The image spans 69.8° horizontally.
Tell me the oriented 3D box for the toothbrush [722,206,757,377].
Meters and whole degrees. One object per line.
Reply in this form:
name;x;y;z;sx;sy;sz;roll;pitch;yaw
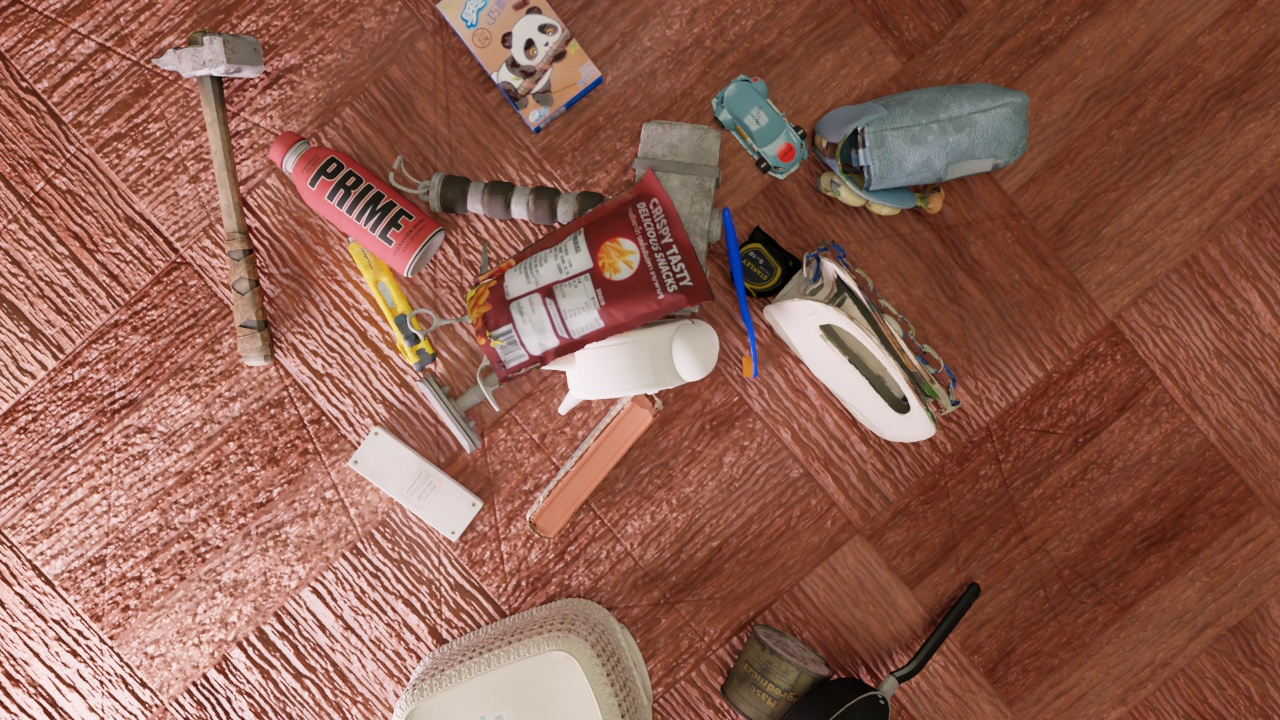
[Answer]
toothbrush;0.095;-0.062;0.890;0.018;0.016;0.183;-10;117;8

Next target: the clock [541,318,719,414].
clock;-0.005;0.005;0.870;0.161;0.125;0.073;-9;96;7

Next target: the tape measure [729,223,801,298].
tape measure;0.119;-0.092;0.909;0.061;0.034;0.061;43;89;6

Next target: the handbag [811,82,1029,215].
handbag;0.262;-0.195;0.867;0.192;0.121;0.119;-9;111;-2

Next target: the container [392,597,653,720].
container;-0.117;0.346;0.888;0.246;0.143;0.184;-23;81;1

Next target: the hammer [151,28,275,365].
hammer;-0.396;-0.152;0.887;0.122;0.048;0.319;1;103;33

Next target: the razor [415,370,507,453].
razor;-0.150;0.023;0.916;0.116;0.047;0.088;-36;94;-5

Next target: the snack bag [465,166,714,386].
snack bag;-0.053;-0.070;0.815;0.208;0.066;0.138;-27;66;15

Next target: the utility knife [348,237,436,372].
utility knife;-0.251;-0.059;0.920;0.030;0.017;0.151;-29;91;-7

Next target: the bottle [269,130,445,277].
bottle;-0.277;-0.156;0.888;0.176;0.062;0.062;37;93;-3

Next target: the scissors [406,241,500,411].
scissors;-0.155;-0.033;0.902;0.141;0.014;0.174;-12;78;-9

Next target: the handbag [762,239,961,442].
handbag;0.212;-0.016;0.836;0.093;0.199;0.200;-44;96;-1

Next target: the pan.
pan;0.216;0.345;0.905;0.355;0.044;0.204;-44;138;-17

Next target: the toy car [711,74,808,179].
toy car;0.120;-0.231;0.901;0.060;0.027;0.108;-42;93;3

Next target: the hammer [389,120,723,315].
hammer;-0.084;-0.148;0.888;0.326;0.079;0.177;8;94;4

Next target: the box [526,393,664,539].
box;-0.046;0.101;0.918;0.059;0.056;0.187;40;92;29

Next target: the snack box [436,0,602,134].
snack box;-0.116;-0.307;0.891;0.087;0.034;0.151;-38;94;2

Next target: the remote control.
remote control;-0.228;0.125;0.935;0.136;0.011;0.050;37;93;-3

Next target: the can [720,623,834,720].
can;0.135;0.319;0.913;0.090;0.090;0.074;28;93;-2
